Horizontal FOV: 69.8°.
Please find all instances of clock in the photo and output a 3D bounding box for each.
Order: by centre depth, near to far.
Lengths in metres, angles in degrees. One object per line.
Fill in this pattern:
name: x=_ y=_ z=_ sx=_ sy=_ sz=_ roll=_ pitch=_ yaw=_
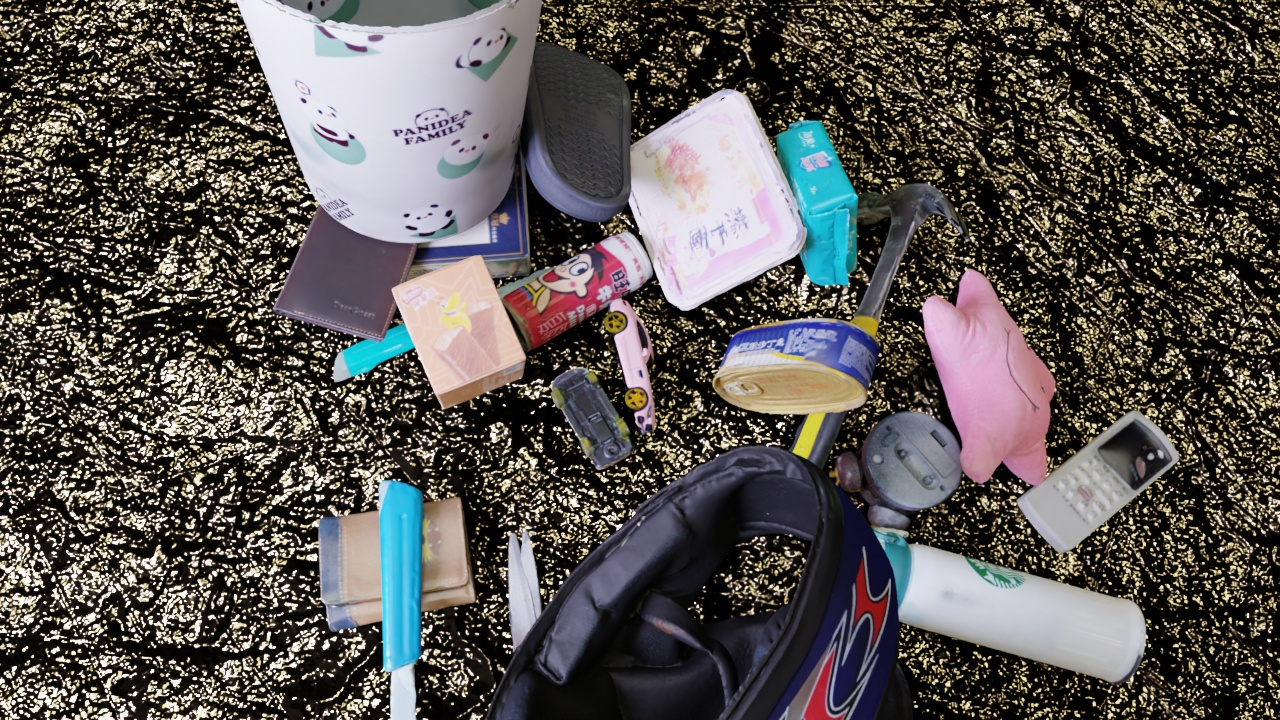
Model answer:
clock: x=0.213 y=0.096 z=0.771 sx=0.121 sy=0.055 sz=0.082 roll=-35 pitch=75 yaw=-15

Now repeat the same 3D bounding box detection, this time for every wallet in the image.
wallet: x=-0.194 y=0.160 z=0.731 sx=0.115 sy=0.033 sz=0.090 roll=-8 pitch=68 yaw=-11
wallet: x=-0.245 y=-0.083 z=0.784 sx=0.096 sy=0.020 sz=0.122 roll=15 pitch=73 yaw=2

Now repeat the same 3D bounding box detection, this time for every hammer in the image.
hammer: x=0.189 y=-0.017 z=0.799 sx=0.032 sy=0.126 sz=0.322 roll=35 pitch=72 yaw=-31

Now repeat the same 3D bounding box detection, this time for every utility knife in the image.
utility knife: x=-0.181 y=0.185 z=0.692 sx=0.034 sy=0.018 sz=0.194 roll=4 pitch=63 yaw=-22
utility knife: x=-0.170 y=-0.035 z=0.819 sx=0.223 sy=0.013 sz=0.029 roll=-24 pitch=74 yaw=-11

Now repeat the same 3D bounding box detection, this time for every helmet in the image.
helmet: x=0.061 y=0.241 z=0.601 sx=0.315 sy=0.247 sz=0.240 roll=-49 pitch=122 yaw=-13

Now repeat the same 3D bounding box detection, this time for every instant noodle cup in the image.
instant noodle cup: x=0.069 y=-0.140 z=0.831 sx=0.138 sy=0.060 sz=0.173 roll=-27 pitch=71 yaw=19

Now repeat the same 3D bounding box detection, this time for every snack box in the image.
snack box: x=-0.149 y=-0.021 z=0.763 sx=0.077 sy=0.093 sz=0.094 roll=-23 pitch=85 yaw=-12
snack box: x=-0.197 y=-0.159 z=0.848 sx=0.182 sy=0.046 sz=0.177 roll=-4 pitch=69 yaw=-5

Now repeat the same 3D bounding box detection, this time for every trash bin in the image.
trash bin: x=-0.184 y=-0.237 z=0.706 sx=0.229 sy=0.252 sz=0.229 roll=4 pitch=61 yaw=-7

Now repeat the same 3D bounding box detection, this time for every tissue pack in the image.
tissue pack: x=0.160 y=-0.141 z=0.822 sx=0.050 sy=0.093 sz=0.133 roll=-13 pitch=51 yaw=2

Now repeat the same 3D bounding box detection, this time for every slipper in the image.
slipper: x=-0.070 y=-0.201 z=0.839 sx=0.110 sy=0.084 sz=0.267 roll=18 pitch=40 yaw=-23

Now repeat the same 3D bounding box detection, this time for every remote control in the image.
remote control: x=0.401 y=0.103 z=0.800 sx=0.149 sy=0.021 sz=0.058 roll=-33 pitch=74 yaw=-15

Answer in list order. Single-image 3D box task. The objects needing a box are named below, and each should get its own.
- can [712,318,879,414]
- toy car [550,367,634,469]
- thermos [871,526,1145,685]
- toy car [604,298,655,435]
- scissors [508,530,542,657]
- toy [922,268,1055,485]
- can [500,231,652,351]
can: x=0.127 y=0.006 z=0.761 sx=0.074 sy=0.148 sz=0.049 roll=38 pitch=63 yaw=-30
toy car: x=-0.043 y=0.049 z=0.782 sx=0.042 sy=0.035 sz=0.090 roll=-27 pitch=72 yaw=-15
thermos: x=0.275 y=0.191 z=0.731 sx=0.224 sy=0.073 sz=0.073 roll=15 pitch=68 yaw=2
toy car: x=-0.005 y=0.005 z=0.793 sx=0.037 sy=0.056 sz=0.122 roll=-14 pitch=70 yaw=-2
scissors: x=-0.099 y=0.247 z=0.707 sx=0.142 sy=0.022 sz=0.235 roll=-26 pitch=73 yaw=-13
toy: x=0.303 y=0.011 z=0.784 sx=0.178 sy=0.075 sz=0.194 roll=4 pitch=70 yaw=-43
can: x=-0.057 y=-0.063 z=0.816 sx=0.132 sy=0.053 sz=0.053 roll=-31 pitch=74 yaw=-15
